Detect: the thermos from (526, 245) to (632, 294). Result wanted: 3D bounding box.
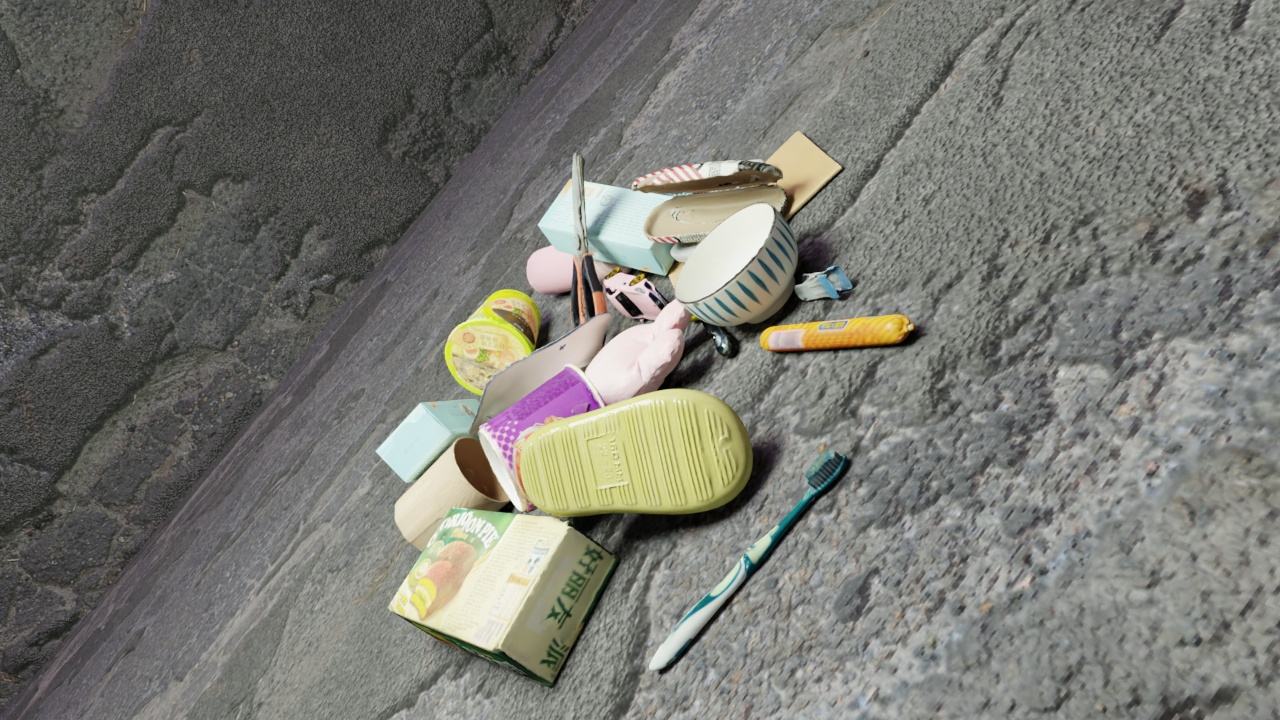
[{"bbox_3d":[-0.070,-0.130,1.186,0.087,0.067,0.199,-28,11,-30],"label":"thermos"}]

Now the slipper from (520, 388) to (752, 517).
[{"bbox_3d":[-0.001,0.072,0.709,0.191,0.091,0.081,-11,0,24],"label":"slipper"}]

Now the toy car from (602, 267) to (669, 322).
[{"bbox_3d":[-0.007,-0.067,0.983,0.037,0.056,0.122,-49,23,-8],"label":"toy car"}]

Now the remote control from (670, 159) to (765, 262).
[{"bbox_3d":[0.085,-0.159,0.982,0.136,0.020,0.056,-53,24,-9],"label":"remote control"}]

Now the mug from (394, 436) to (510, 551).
[{"bbox_3d":[-0.190,0.139,0.981,0.104,0.084,0.124,-42,0,20],"label":"mug"}]

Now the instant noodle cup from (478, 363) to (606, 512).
[{"bbox_3d":[-0.078,0.073,0.791,0.099,0.111,0.112,-29,18,-19],"label":"instant noodle cup"}]

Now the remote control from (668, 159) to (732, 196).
[{"bbox_3d":[0.064,-0.193,1.087,0.125,0.024,0.048,-23,35,48],"label":"remote control"}]

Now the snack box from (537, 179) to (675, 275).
[{"bbox_3d":[-0.028,-0.154,1.051,0.175,0.051,0.074,17,67,36],"label":"snack box"}]

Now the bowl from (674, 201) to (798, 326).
[{"bbox_3d":[0.093,-0.075,0.807,0.117,0.066,0.116,-39,25,21],"label":"bowl"}]

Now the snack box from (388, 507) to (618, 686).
[{"bbox_3d":[-0.127,0.194,0.792,0.241,0.063,0.114,-11,44,56],"label":"snack box"}]

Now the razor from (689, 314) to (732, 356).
[{"bbox_3d":[0.063,-0.037,0.859,0.142,0.022,0.043,-120,46,-62],"label":"razor"}]

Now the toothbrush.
[{"bbox_3d":[0.068,0.131,0.602,0.191,0.018,0.016,-48,24,2],"label":"toothbrush"}]

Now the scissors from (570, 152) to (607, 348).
[{"bbox_3d":[-0.058,-0.114,1.004,0.209,0.015,0.185,108,145,-45],"label":"scissors"}]

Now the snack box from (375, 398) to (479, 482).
[{"bbox_3d":[-0.222,0.087,1.037,0.074,0.051,0.174,-47,-8,6],"label":"snack box"}]

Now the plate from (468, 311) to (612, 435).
[{"bbox_3d":[-0.098,0.026,0.952,0.163,0.034,0.165,-32,-12,-30],"label":"plate"}]

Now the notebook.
[{"bbox_3d":[0.109,-0.148,0.962,0.208,0.008,0.147,-43,24,14],"label":"notebook"}]

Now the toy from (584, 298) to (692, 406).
[{"bbox_3d":[-0.005,0.005,0.868,0.160,0.054,0.121,-38,24,42],"label":"toy"}]

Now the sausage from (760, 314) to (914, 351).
[{"bbox_3d":[0.143,-0.019,0.693,0.165,0.021,0.021,-3,51,58],"label":"sausage"}]

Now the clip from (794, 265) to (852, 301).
[{"bbox_3d":[0.147,-0.062,0.749,0.038,0.026,0.058,-45,13,-19],"label":"clip"}]

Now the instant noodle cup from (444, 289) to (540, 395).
[{"bbox_3d":[-0.180,-0.032,1.180,0.112,0.111,0.123,-38,19,25],"label":"instant noodle cup"}]

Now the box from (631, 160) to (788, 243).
[{"bbox_3d":[0.070,-0.154,0.927,0.163,0.087,0.076,-3,4,34],"label":"box"}]
